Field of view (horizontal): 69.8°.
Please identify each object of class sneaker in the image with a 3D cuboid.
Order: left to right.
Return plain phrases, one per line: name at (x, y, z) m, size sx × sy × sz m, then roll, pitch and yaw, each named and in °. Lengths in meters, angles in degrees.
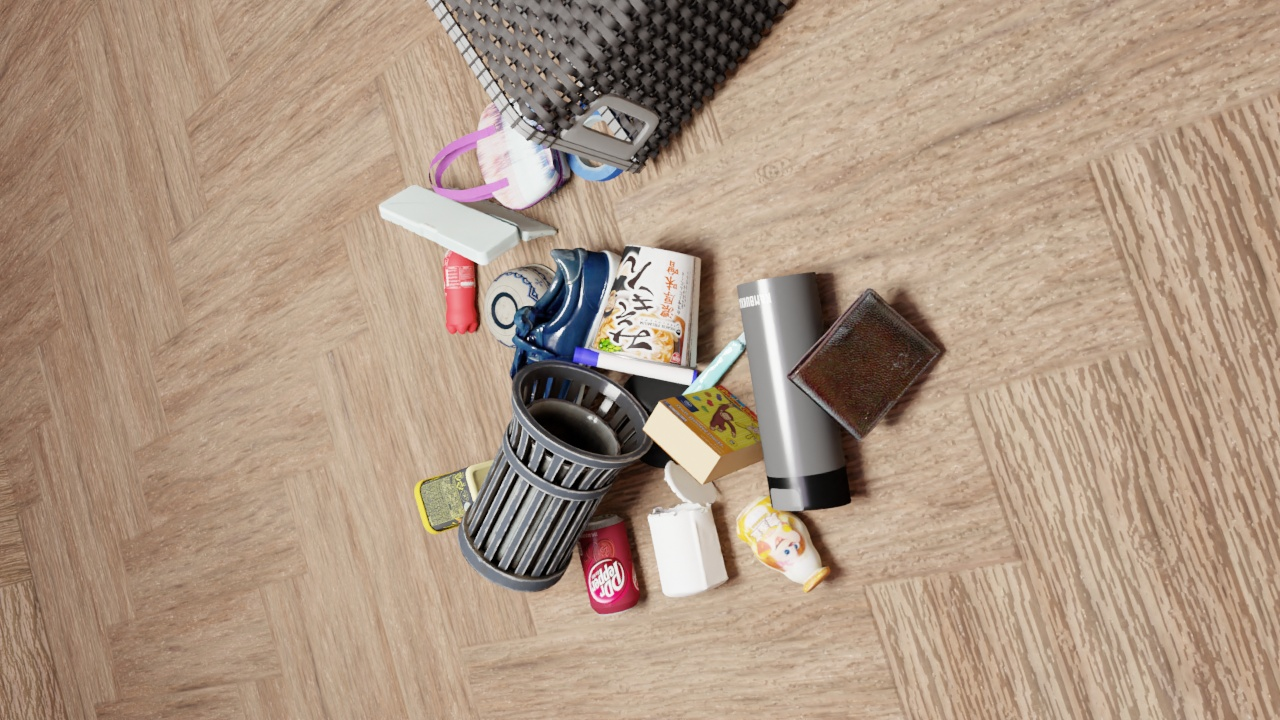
sneaker at (-0.124, -0.004, 1.106) m, size 0.295 × 0.127 × 0.120 m, roll -68°, pitch 29°, yaw 20°

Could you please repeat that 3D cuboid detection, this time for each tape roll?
tape roll at (-0.050, -0.261, 1.101) m, size 0.093 × 0.016 × 0.091 m, roll 35°, pitch 115°, yaw 27°

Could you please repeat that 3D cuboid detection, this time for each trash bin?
trash bin at (-0.108, 0.140, 1.048) m, size 0.164 × 0.163 × 0.228 m, roll 42°, pitch 122°, yaw 24°

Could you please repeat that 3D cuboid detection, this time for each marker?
marker at (-0.006, 0.006, 1.058) m, size 0.141 × 0.020 × 0.020 m, roll 11°, pitch 106°, yaw -2°

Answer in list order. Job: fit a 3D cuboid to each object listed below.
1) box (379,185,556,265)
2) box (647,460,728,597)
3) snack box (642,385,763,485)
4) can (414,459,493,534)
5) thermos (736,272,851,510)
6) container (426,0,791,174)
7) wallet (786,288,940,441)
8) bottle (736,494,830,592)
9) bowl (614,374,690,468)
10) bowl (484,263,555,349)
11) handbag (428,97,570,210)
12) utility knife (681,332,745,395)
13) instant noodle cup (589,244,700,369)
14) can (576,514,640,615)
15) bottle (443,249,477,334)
box at (-0.220, -0.183, 1.162) m, size 0.197 × 0.135 × 0.043 m, roll 27°, pitch 129°, yaw 30°
box at (0.054, 0.189, 1.055) m, size 0.092 × 0.081 × 0.161 m, roll -18°, pitch 85°, yaw 49°
snack box at (0.077, 0.077, 0.989) m, size 0.088 × 0.125 × 0.040 m, roll 42°, pitch 118°, yaw 24°
can at (-0.212, 0.172, 1.210) m, size 0.101 × 0.130 × 0.072 m, roll -21°, pitch 84°, yaw 33°
thermos at (0.159, 0.034, 0.951) m, size 0.082 × 0.082 × 0.240 m, roll -8°, pitch 92°, yaw 36°
container at (-0.033, -0.377, 0.928) m, size 0.244 × 0.246 × 0.245 m, roll -40°, pitch 73°, yaw 24°
wallet at (0.218, 0.004, 0.893) m, size 0.099 × 0.031 × 0.120 m, roll 41°, pitch 96°, yaw -8°
bottle at (0.155, 0.198, 0.989) m, size 0.109 × 0.063 × 0.063 m, roll 47°, pitch 120°, yaw 22°
bowl at (0.007, 0.072, 1.084) m, size 0.124 × 0.052 × 0.124 m, roll 6°, pitch 100°, yaw 35°
bowl at (-0.154, -0.066, 1.177) m, size 0.116 × 0.059 × 0.115 m, roll 6°, pitch 100°, yaw 35°
handbag at (-0.180, -0.245, 1.132) m, size 0.170 × 0.068 × 0.144 m, roll -15°, pitch 87°, yaw 14°
utility knife at (0.099, -0.006, 1.023) m, size 0.022 × 0.015 × 0.169 m, roll 42°, pitch 114°, yaw 6°
instant noodle cup at (0.014, -0.062, 1.029) m, size 0.124 × 0.123 × 0.122 m, roll 13°, pitch 95°, yaw 34°
can at (-0.041, 0.252, 1.137) m, size 0.063 × 0.063 × 0.114 m, roll -13°, pitch 89°, yaw 36°
bottle at (-0.246, -0.107, 1.249) m, size 0.042 × 0.041 × 0.141 m, roll 3°, pitch 98°, yaw 36°
